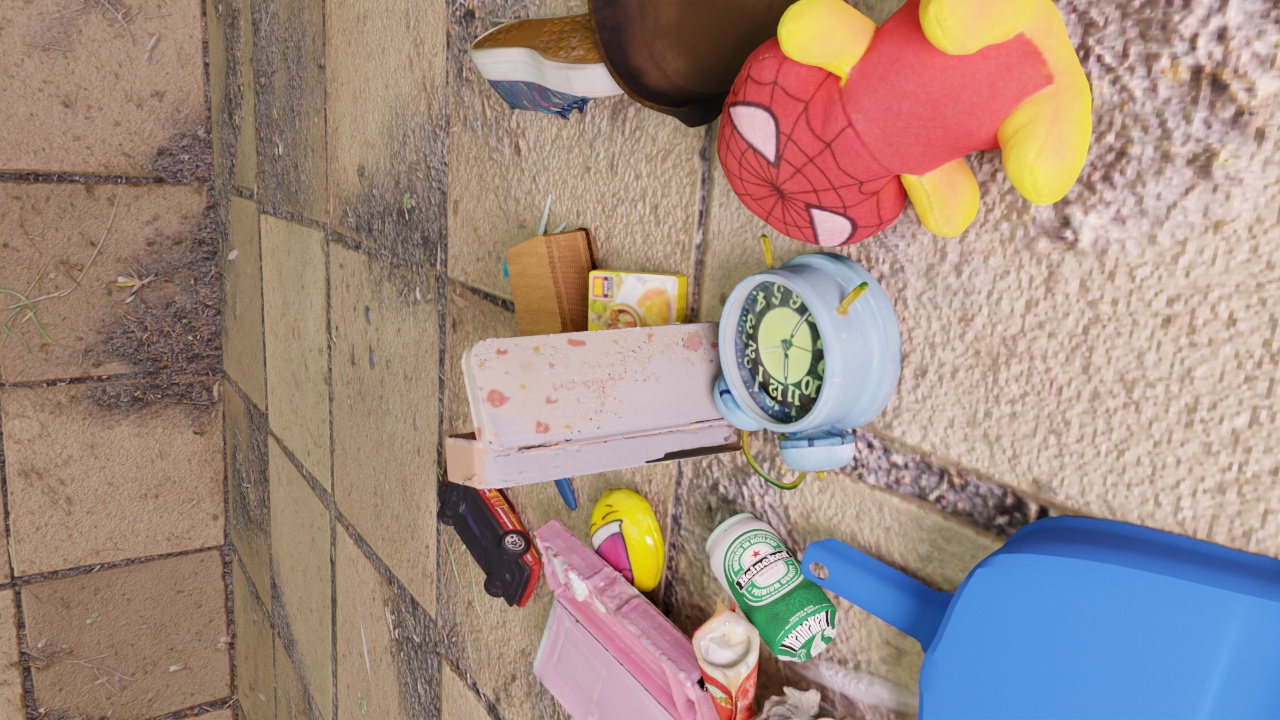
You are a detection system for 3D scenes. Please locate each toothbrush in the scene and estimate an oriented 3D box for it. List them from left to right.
[{"bbox_3d":[-0.089,0.090,0.922,0.021,0.016,0.132,-50,54,50],"label":"toothbrush"}]

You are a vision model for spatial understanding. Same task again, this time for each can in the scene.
[{"bbox_3d":[0.090,0.156,0.633,0.101,0.053,0.053,51,134,39],"label":"can"}]

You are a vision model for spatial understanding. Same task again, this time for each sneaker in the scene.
[{"bbox_3d":[-0.062,-0.249,0.797,0.236,0.087,0.079,25,150,48],"label":"sneaker"}]

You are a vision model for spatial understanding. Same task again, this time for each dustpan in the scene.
[{"bbox_3d":[0.183,0.168,0.493,0.258,0.059,0.246,23,114,42],"label":"dustpan"}]

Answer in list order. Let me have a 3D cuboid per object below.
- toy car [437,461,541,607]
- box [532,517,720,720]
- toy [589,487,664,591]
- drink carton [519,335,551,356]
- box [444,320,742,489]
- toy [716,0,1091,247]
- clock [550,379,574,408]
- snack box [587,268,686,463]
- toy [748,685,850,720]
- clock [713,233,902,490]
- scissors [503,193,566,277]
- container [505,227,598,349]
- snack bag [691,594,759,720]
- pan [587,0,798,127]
[{"bbox_3d":[-0.170,0.184,1.022,0.189,0.056,0.082,50,135,31],"label":"toy car"},{"bbox_3d":[-0.016,0.257,0.786,0.233,0.059,0.180,32,127,46],"label":"box"},{"bbox_3d":[-0.011,0.156,0.794,0.096,0.041,0.094,-46,62,53],"label":"toy"},{"bbox_3d":[-0.092,-0.054,0.886,0.069,0.038,0.122,-5,87,30],"label":"drink carton"},{"bbox_3d":[-0.027,0.041,0.645,0.108,0.215,0.094,-48,55,50],"label":"box"},{"bbox_3d":[0.126,-0.131,0.494,0.217,0.098,0.147,-5,121,57],"label":"toy"},{"bbox_3d":[-0.064,0.051,0.856,0.123,0.041,0.087,7,100,54],"label":"clock"},{"bbox_3d":[-0.004,0.004,0.742,0.075,0.025,0.152,6,102,19],"label":"snack box"},{"bbox_3d":[0.131,0.275,0.570,0.176,0.076,0.133,21,129,59],"label":"toy"},{"bbox_3d":[0.101,0.007,0.590,0.118,0.060,0.162,33,126,47],"label":"clock"},{"bbox_3d":[-0.100,-0.098,0.917,0.133,0.015,0.110,-35,64,46],"label":"scissors"},{"bbox_3d":[-0.076,-0.061,0.823,0.063,0.061,0.114,-17,80,35],"label":"container"},{"bbox_3d":[0.068,0.234,0.650,0.155,0.044,0.087,76,-170,-46],"label":"snack bag"},{"bbox_3d":[0.093,-0.280,0.567,0.357,0.043,0.248,0,93,49],"label":"pan"}]
